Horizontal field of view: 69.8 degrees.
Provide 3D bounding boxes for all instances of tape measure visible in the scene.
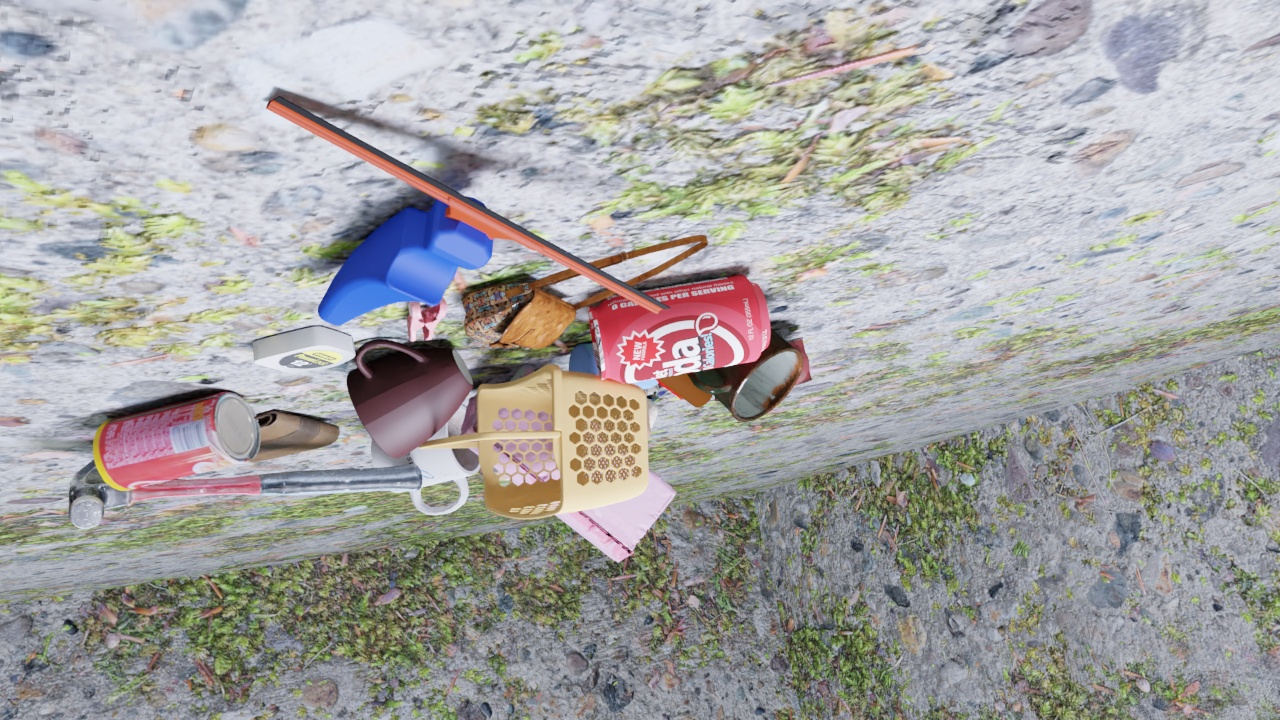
[{"bbox_3d":[-0.264,-0.007,0.726,0.065,0.016,0.064,-14,167,11],"label":"tape measure"}]

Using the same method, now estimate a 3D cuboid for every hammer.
[{"bbox_3d":[-0.390,0.123,0.937,0.325,0.036,0.140,1,-168,-27],"label":"hammer"}]

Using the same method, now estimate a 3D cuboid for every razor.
[{"bbox_3d":[0.007,0.052,1.198,0.043,0.018,0.141,-5,165,-25],"label":"razor"}]

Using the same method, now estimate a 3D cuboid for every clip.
[{"bbox_3d":[-0.169,-0.032,0.696,0.044,0.023,0.060,8,156,-43],"label":"clip"}]

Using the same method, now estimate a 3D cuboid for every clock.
[{"bbox_3d":[0.127,0.003,0.986,0.110,0.062,0.156,-12,180,3],"label":"clock"}]

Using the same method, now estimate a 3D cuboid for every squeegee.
[{"bbox_3d":[-0.134,-0.059,0.537,0.185,0.055,0.249,-22,146,39],"label":"squeegee"}]

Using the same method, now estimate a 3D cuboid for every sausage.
[{"bbox_3d":[0.025,0.005,0.888,0.040,0.040,0.155,-17,150,25],"label":"sausage"}]

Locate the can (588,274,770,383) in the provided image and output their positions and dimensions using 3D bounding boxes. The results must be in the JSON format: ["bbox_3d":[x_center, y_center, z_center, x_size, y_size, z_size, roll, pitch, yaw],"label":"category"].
[{"bbox_3d":[0.032,-0.026,0.768,0.142,0.074,0.074,-10,167,-7],"label":"can"}]

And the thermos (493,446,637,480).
[{"bbox_3d":[-0.109,0.124,1.316,0.229,0.068,0.101,-4,178,-32],"label":"thermos"}]

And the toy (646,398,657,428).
[{"bbox_3d":[-0.019,0.078,1.161,0.087,0.050,0.112,-34,-175,-12],"label":"toy"}]

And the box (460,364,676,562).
[{"bbox_3d":[-0.070,0.102,0.983,0.107,0.232,0.099,-41,-160,17],"label":"box"}]

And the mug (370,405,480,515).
[{"bbox_3d":[-0.239,0.119,1.056,0.096,0.119,0.083,-15,-176,16],"label":"mug"}]

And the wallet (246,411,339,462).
[{"bbox_3d":[-0.398,0.081,0.973,0.121,0.027,0.098,-14,162,18],"label":"wallet"}]

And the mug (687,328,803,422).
[{"bbox_3d":[0.083,0.002,0.847,0.110,0.081,0.085,-13,135,-38],"label":"mug"}]

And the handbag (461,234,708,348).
[{"bbox_3d":[-0.038,-0.050,0.698,0.196,0.043,0.093,-19,167,15],"label":"handbag"}]

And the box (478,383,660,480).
[{"bbox_3d":[-0.084,0.080,1.105,0.217,0.114,0.096,-16,146,17],"label":"box"}]

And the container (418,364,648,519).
[{"bbox_3d":[-0.101,0.077,0.828,0.166,0.129,0.184,2,172,-30],"label":"container"}]

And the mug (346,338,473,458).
[{"bbox_3d":[-0.198,0.018,0.792,0.088,0.087,0.114,-28,134,1],"label":"mug"}]

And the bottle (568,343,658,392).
[{"bbox_3d":[-0.006,0.005,0.927,0.131,0.048,0.048,-2,164,-35],"label":"bottle"}]

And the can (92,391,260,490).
[{"bbox_3d":[-0.416,0.072,0.824,0.124,0.066,0.066,-13,167,8],"label":"can"}]
